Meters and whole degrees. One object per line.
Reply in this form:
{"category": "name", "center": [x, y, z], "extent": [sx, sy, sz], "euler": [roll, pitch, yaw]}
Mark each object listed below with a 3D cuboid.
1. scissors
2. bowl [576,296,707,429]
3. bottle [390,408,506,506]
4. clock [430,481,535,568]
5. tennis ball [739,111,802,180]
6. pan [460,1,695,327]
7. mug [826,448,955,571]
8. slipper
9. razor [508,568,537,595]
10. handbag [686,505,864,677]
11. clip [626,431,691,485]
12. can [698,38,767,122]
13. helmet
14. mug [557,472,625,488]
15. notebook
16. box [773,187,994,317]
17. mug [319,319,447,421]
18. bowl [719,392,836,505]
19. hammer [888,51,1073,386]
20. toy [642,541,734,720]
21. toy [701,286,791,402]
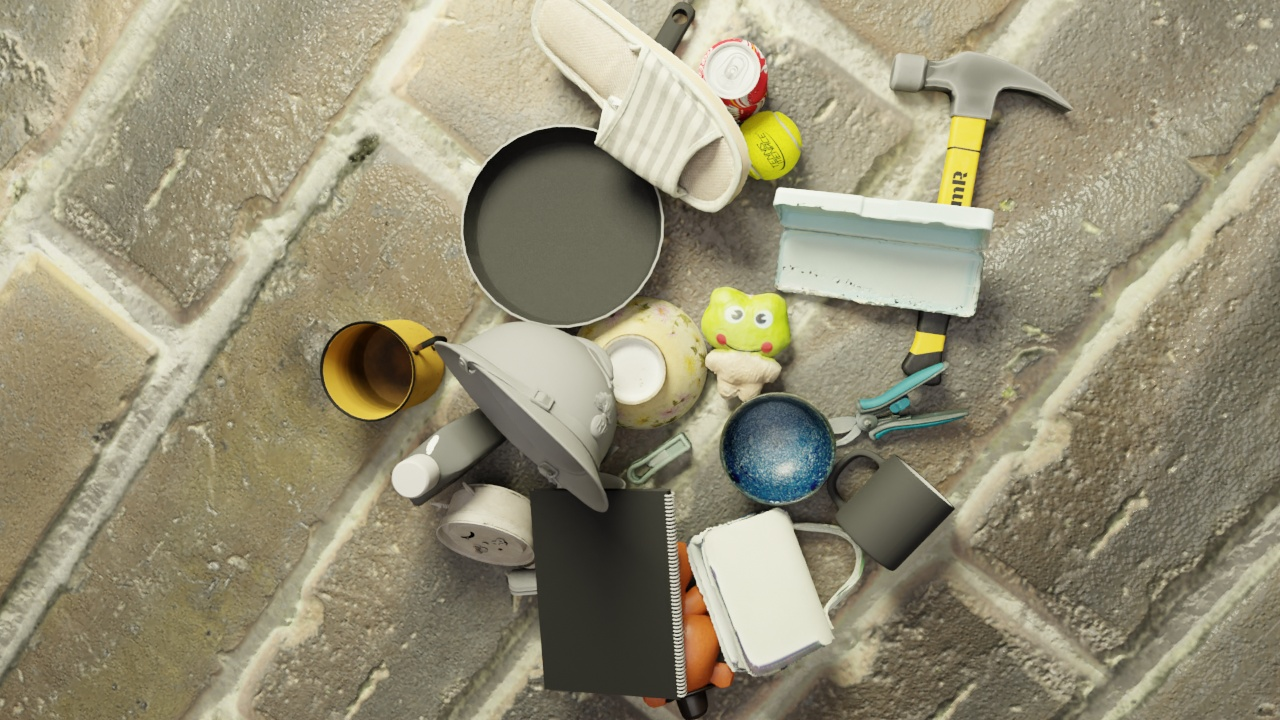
{"category": "scissors", "center": [0.259, 0.051, 0.923], "extent": [0.124, 0.019, 0.156], "euler": [25, 117, -1]}
{"category": "bowl", "center": [-0.006, 0.006, 0.940], "extent": [0.145, 0.063, 0.145], "euler": [1, 95, 7]}
{"category": "bottle", "center": [-0.199, 0.100, 0.920], "extent": [0.084, 0.173, 0.046], "euler": [-39, 90, 9]}
{"category": "clock", "center": [-0.139, 0.177, 0.971], "extent": [0.156, 0.061, 0.104], "euler": [30, 143, -24]}
{"category": "tennis ball", "center": [0.125, -0.210, 0.899], "extent": [0.065, 0.065, 0.065], "euler": [1, 96, 7]}
{"category": "pan", "center": [-0.040, -0.199, 0.931], "extent": [0.204, 0.044, 0.355], "euler": [30, 90, 5]}
{"category": "mug", "center": [0.241, 0.140, 0.921], "extent": [0.088, 0.078, 0.113], "euler": [-49, 61, 9]}
{"category": "slipper", "center": [-0.009, -0.248, 0.860], "extent": [0.272, 0.053, 0.115], "euler": [48, 135, 7]}
{"category": "razor", "center": [-0.089, 0.279, 0.994], "extent": [0.088, 0.047, 0.116], "euler": [-7, 103, 8]}
{"category": "handbag", "center": [0.149, 0.222, 0.937], "extent": [0.175, 0.074, 0.151], "euler": [-18, 81, -18]}
{"category": "clip", "center": [0.019, 0.103, 0.966], "extent": [0.076, 0.042, 0.023], "euler": [-36, 89, 8]}
{"category": "can", "center": [0.089, -0.266, 0.878], "extent": [0.064, 0.104, 0.064], "euler": [1, 96, 7]}
{"category": "helmet", "center": [-0.080, 0.026, 0.874], "extent": [0.117, 0.271, 0.183], "euler": [-43, 129, -16]}
{"category": "mug", "center": [-0.037, 0.170, 0.967], "extent": [0.107, 0.071, 0.089], "euler": [0, 102, -20]}
{"category": "notebook", "center": [-0.032, 0.230, 0.911], "extent": [0.149, 0.016, 0.207], "euler": [-2, 95, 18]}
{"category": "box", "center": [0.225, -0.106, 0.874], "extent": [0.198, 0.074, 0.126], "euler": [10, 122, 19]}
{"category": "mug", "center": [-0.254, 0.002, 0.957], "extent": [0.124, 0.094, 0.100], "euler": [-25, 91, 11]}
{"category": "bowl", "center": [0.137, 0.085, 0.931], "extent": [0.114, 0.060, 0.114], "euler": [1, 96, 5]}
{"category": "hammer", "center": [0.310, -0.135, 0.902], "extent": [0.170, 0.034, 0.324], "euler": [9, 98, 5]}
{"category": "toy", "center": [0.030, 0.283, 0.950], "extent": [0.112, 0.096, 0.176], "euler": [-17, 74, 8]}
{"category": "toy", "center": [0.105, -0.014, 0.934], "extent": [0.092, 0.043, 0.118], "euler": [8, 99, 5]}
